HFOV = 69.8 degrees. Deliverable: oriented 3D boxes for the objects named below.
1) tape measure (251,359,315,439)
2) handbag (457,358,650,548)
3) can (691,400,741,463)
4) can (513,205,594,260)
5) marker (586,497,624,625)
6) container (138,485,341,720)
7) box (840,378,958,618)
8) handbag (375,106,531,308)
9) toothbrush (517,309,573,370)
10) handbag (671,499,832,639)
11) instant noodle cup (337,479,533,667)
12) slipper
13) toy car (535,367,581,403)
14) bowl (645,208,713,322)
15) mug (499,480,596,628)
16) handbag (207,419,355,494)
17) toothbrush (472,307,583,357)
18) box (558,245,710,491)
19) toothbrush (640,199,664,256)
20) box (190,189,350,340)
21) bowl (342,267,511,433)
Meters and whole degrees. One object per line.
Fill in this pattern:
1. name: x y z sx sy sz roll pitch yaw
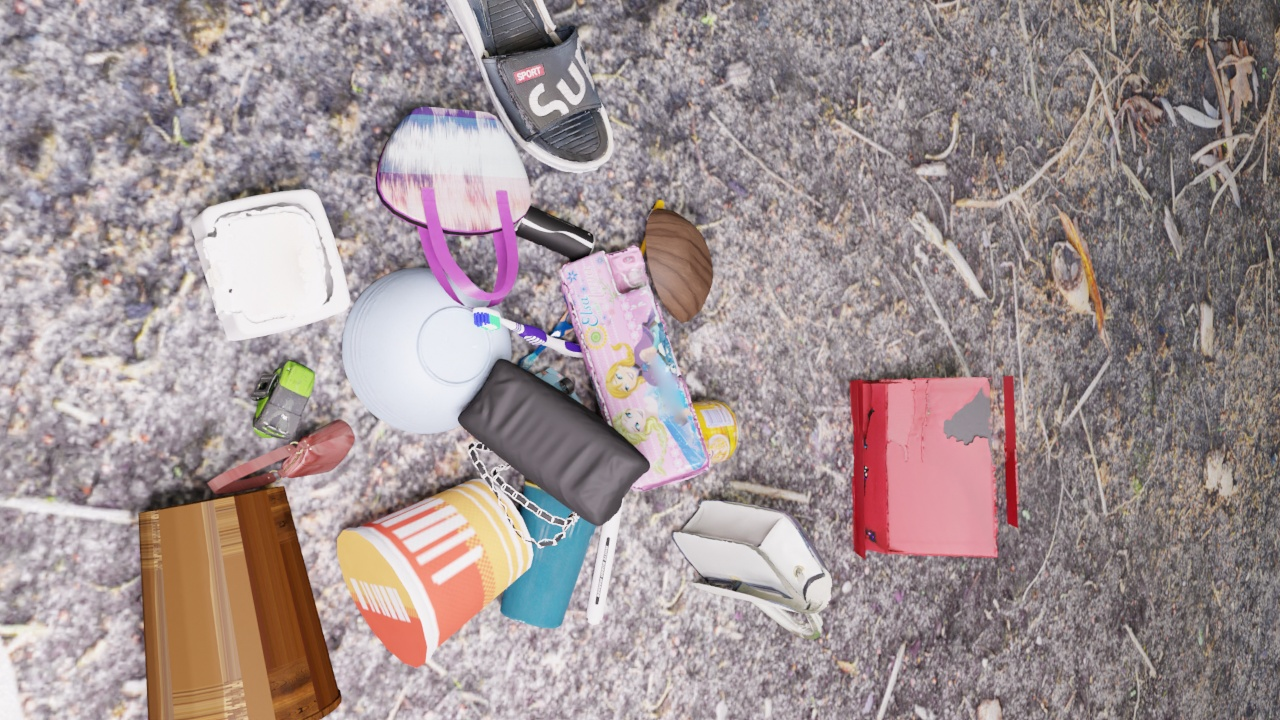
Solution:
1. tape measure: -0.287 0.030 0.729 0.036 0.059 0.065 29 61 -27
2. handbag: -0.076 0.087 0.790 0.154 0.125 0.114 31 90 13
3. can: 0.042 0.076 0.936 0.104 0.068 0.067 -3 90 -34
4. can: -0.085 -0.123 0.882 0.080 0.032 0.031 21 77 -31
5. marker: -0.037 0.195 0.912 0.020 0.017 0.133 10 82 4
6. container: -0.303 0.185 0.679 0.132 0.132 0.167 -9 87 -33
7. box: 0.267 0.124 1.003 0.424 0.128 0.212 4 86 -63
8. handbag: -0.150 -0.125 0.786 0.144 0.068 0.169 -5 70 -33
9. toothbrush: -0.073 -0.035 0.896 0.021 0.017 0.134 50 64 -12
10. handbag: 0.125 0.230 0.936 0.073 0.151 0.176 -45 112 -26
11. instant noodle cup: -0.167 0.169 0.773 0.120 0.124 0.123 -29 104 -38
12. slipper: -0.104 -0.298 0.861 0.111 0.063 0.264 -34 104 -29
13. toy car: -0.076 0.062 0.884 0.060 0.028 0.108 -32 90 -23
14. bowl: 0.046 -0.100 0.932 0.119 0.032 0.119 37 46 -54
15. mug: -0.086 0.180 0.849 0.078 0.078 0.121 19 83 -31
16. handbag: -0.280 0.080 0.710 0.029 0.055 0.119 50 30 11
17. toothbrush: -0.095 -0.022 0.832 0.186 0.015 0.016 22 58 -61
18. box: -0.005 0.005 0.861 0.084 0.063 0.230 -16 80 -12
19. toothbrush: -0.010 -0.079 0.932 0.031 0.031 0.196 29 71 -25
20. box: -0.284 -0.078 0.711 0.102 0.102 0.108 -19 96 -33
21. bowl: -0.173 -0.010 0.795 0.150 0.075 0.150 1 88 -34
